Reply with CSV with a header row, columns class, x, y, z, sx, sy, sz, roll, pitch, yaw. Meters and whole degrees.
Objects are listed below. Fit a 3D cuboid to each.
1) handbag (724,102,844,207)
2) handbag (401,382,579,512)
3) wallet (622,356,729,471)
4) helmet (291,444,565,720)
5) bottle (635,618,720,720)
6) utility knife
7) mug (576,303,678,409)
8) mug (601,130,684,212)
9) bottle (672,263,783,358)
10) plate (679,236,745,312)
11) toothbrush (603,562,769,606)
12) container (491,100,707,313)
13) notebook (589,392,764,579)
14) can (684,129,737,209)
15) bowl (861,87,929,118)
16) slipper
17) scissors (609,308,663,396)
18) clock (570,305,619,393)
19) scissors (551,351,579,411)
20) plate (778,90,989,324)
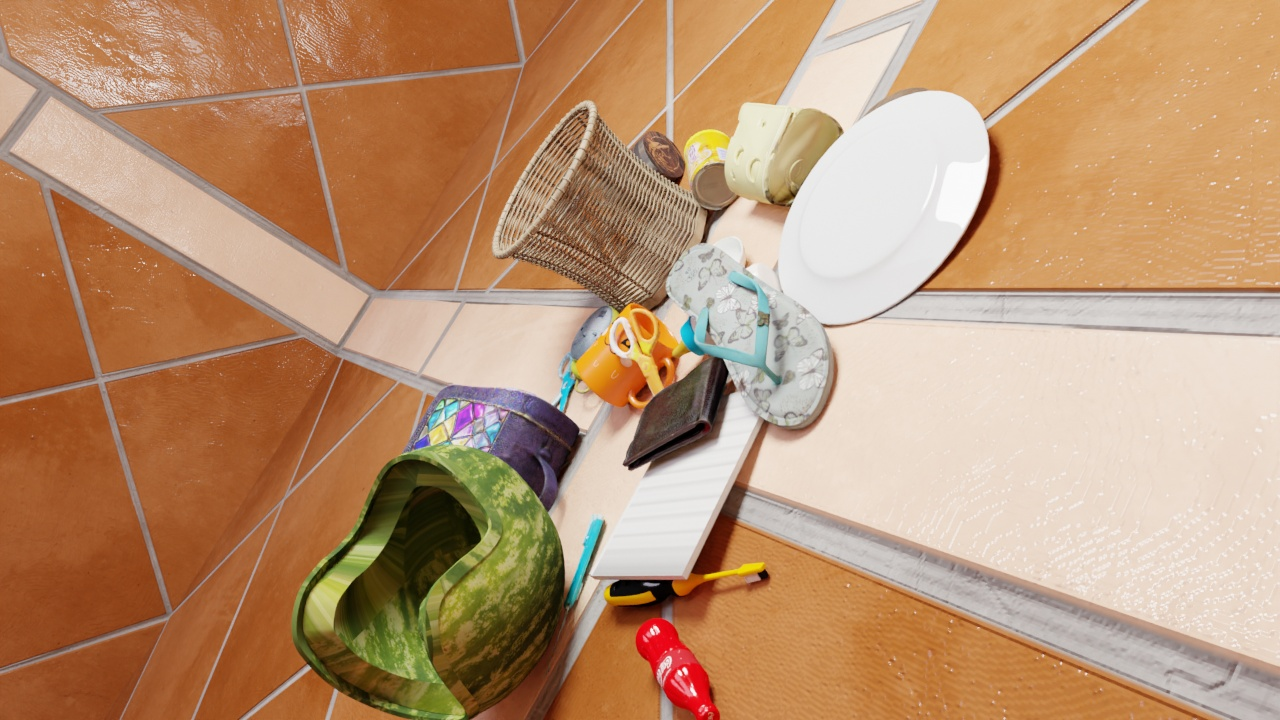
class,x,y,z,sx,sy,sz,roll,pitch,yaw
handbag,0.155,-0.232,1.039,0.111,0.081,0.119,-66,26,7
handbag,-0.185,0.143,1.119,0.222,0.125,0.204,10,66,43
wallet,0.038,0.055,0.923,0.120,0.031,0.099,-33,22,37
helmet,-0.185,0.217,0.906,0.214,0.243,0.246,-9,45,29
bottle,0.031,0.247,0.722,0.036,0.036,0.119,-55,25,1
utility knife,-0.070,0.240,0.941,0.022,0.015,0.180,108,-179,-65
mug,-0.006,0.006,1.057,0.096,0.077,0.112,-47,57,18
mug,0.010,-0.286,1.385,0.107,0.080,0.115,-34,4,41
bottle,0.085,-0.044,0.967,0.147,0.051,0.051,-39,30,32
plate,0.087,-0.092,1.051,0.104,0.026,0.104,-42,27,27
toothbrush,0.034,0.193,0.795,0.197,0.031,0.031,-24,13,44
container,-0.050,-0.183,1.189,0.227,0.196,0.226,-45,27,31
notebook,0.041,0.114,0.862,0.143,0.009,0.209,-18,35,52
can,0.093,-0.247,1.182,0.068,0.067,0.104,-43,28,25
bowl,0.249,-0.233,0.928,0.118,0.030,0.117,-41,28,28
slipper,0.094,-0.043,0.870,0.098,0.054,0.268,-46,42,12
scissors,0.006,0.006,1.004,0.064,0.013,0.128,-25,78,24
clock,-0.052,-0.012,1.165,0.119,0.057,0.083,-60,26,-10
scissors,-0.091,0.025,1.245,0.138,0.011,0.133,-34,30,36
plate,0.214,-0.147,0.859,0.243,0.016,0.242,-37,39,38
